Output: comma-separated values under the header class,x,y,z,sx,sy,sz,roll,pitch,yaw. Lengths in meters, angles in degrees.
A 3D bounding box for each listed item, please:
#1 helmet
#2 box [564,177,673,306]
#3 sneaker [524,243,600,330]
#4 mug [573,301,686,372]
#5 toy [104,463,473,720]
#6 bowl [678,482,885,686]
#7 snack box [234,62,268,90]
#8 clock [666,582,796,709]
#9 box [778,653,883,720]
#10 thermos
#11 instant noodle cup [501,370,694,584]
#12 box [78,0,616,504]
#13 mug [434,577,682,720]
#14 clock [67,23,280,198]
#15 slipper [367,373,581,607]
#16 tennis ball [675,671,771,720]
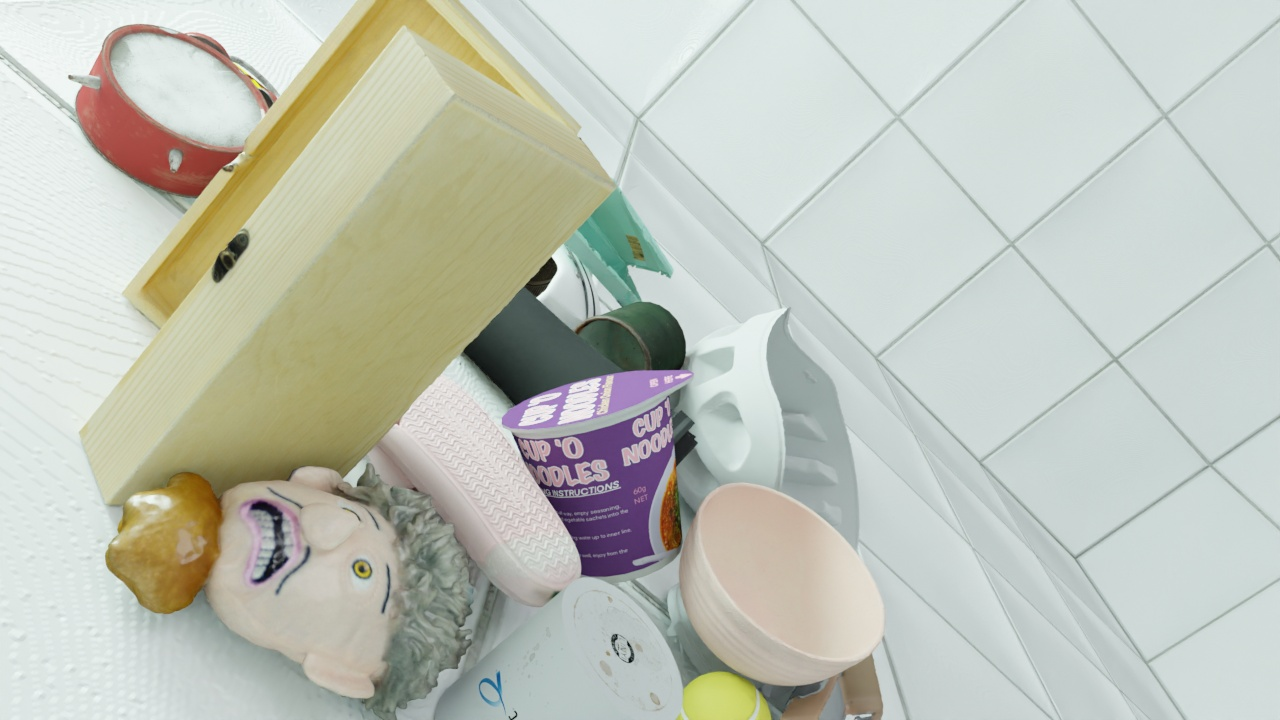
class,x,y,z,sx,sy,sz,roll,pitch,yaw
helmet,0.138,0.087,0.909,0.282,0.184,0.223,33,51,-32
box,-0.024,-0.128,0.909,0.077,0.080,0.189,64,9,30
sneaker,-0.124,-0.112,0.901,0.097,0.091,0.245,36,25,-49
mug,-0.005,0.005,0.834,0.081,0.085,0.111,-27,96,-57
toy,-0.152,0.094,0.431,0.175,0.076,0.132,22,29,-38
bowl,0.086,0.165,0.637,0.153,0.076,0.152,24,30,-15
snack box,-0.295,-0.185,0.773,0.149,0.026,0.061,41,18,-20
clock,0.085,0.220,0.737,0.159,0.061,0.119,37,20,-43
box,0.151,0.298,0.671,0.216,0.043,0.150,-5,78,-69
thermos,-0.061,0.023,0.757,0.218,0.106,0.105,43,17,5
instant noodle cup,-0.016,0.082,0.647,0.121,0.137,0.122,-90,167,-78
box,-0.147,-0.051,0.460,0.141,0.249,0.184,32,23,-42
mug,-0.031,0.187,0.463,0.119,0.096,0.083,52,18,15
clock,-0.312,-0.174,0.639,0.110,0.062,0.156,44,31,-11
slipper,-0.121,0.070,0.577,0.221,0.056,0.106,45,17,25
tennis ball,0.053,0.238,0.601,0.065,0.065,0.065,41,19,-17
